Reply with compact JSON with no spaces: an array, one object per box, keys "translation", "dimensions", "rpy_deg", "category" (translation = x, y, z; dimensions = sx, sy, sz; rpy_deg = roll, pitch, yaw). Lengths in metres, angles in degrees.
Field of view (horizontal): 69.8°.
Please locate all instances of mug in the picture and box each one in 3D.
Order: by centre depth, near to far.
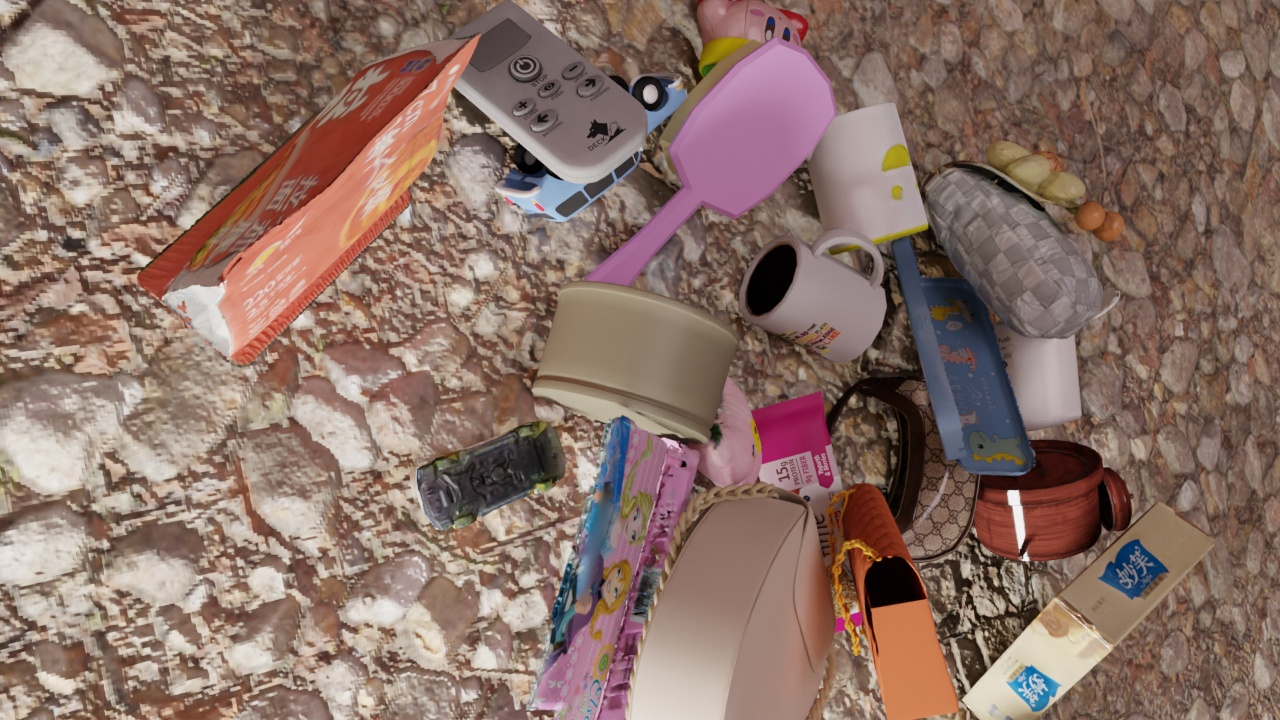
[{"translation":[0.144,-0.058,0.722],"dimensions":[0.089,0.105,0.073],"rpy_deg":[23,38,-26],"category":"mug"},{"translation":[0.183,-0.148,0.758],"dimensions":[0.082,0.083,0.106],"rpy_deg":[-18,95,-29],"category":"mug"}]

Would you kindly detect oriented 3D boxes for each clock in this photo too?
[{"translation":[0.363,0.121,0.821],"dimensions":[0.157,0.121,0.072],"rpy_deg":[-17,103,-20],"category":"clock"}]

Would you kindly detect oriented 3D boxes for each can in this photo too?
[{"translation":[-0.004,0.004,0.620],"dimensions":[0.127,0.128,0.073],"rpy_deg":[21,79,-26],"category":"can"}]

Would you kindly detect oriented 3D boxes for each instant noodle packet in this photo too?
[{"translation":[-0.168,-0.083,0.482],"dimensions":[0.084,0.221,0.164],"rpy_deg":[47,67,-20],"category":"instant noodle packet"}]

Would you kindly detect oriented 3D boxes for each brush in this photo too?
[{"translation":[0.041,-0.133,0.674],"dimensions":[0.229,0.043,0.089],"rpy_deg":[-46,118,6],"category":"brush"}]

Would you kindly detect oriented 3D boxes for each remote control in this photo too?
[{"translation":[-0.065,-0.180,0.611],"dimensions":[0.151,0.019,0.074],"rpy_deg":[42,71,16],"category":"remote control"}]

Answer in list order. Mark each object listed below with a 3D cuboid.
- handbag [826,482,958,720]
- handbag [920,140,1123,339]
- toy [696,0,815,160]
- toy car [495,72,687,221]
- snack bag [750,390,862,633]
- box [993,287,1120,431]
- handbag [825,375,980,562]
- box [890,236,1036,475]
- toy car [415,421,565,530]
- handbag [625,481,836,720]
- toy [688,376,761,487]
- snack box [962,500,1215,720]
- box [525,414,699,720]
[{"translation":[0.167,0.160,0.649],"dimensions":[0.060,0.171,0.109],"rpy_deg":[-13,95,9],"category":"handbag"},{"translation":[0.335,-0.105,0.784],"dimensions":[0.112,0.124,0.171],"rpy_deg":[2,52,-48],"category":"handbag"},{"translation":[0.083,-0.220,0.720],"dimensions":[0.124,0.097,0.131],"rpy_deg":[24,57,-33],"category":"toy"},{"translation":[-0.031,-0.153,0.652],"dimensions":[0.153,0.056,0.055],"rpy_deg":[-42,125,-19],"category":"toy car"},{"translation":[0.137,0.128,0.740],"dimensions":[0.070,0.016,0.196],"rpy_deg":[-15,95,-1],"category":"snack bag"},{"translation":[0.393,-0.004,0.867],"dimensions":[0.143,0.083,0.136],"rpy_deg":[-3,87,-20],"category":"box"},{"translation":[0.215,0.096,0.783],"dimensions":[0.138,0.063,0.166],"rpy_deg":[11,86,-11],"category":"handbag"},{"translation":[0.255,-0.003,0.761],"dimensions":[0.120,0.049,0.209],"rpy_deg":[27,45,-29],"category":"box"},{"translation":[-0.101,0.076,0.617],"dimensions":[0.105,0.033,0.048],"rpy_deg":[-20,95,-33],"category":"toy car"},{"translation":[0.074,0.208,0.615],"dimensions":[0.208,0.103,0.211],"rpy_deg":[-61,147,-34],"category":"handbag"},{"translation":[0.064,0.064,0.687],"dimensions":[0.102,0.050,0.093],"rpy_deg":[-81,151,-58],"category":"toy"},{"translation":[0.376,0.227,0.784],"dimensions":[0.153,0.208,0.055],"rpy_deg":[-28,57,-27],"category":"snack box"},{"translation":[-0.015,0.158,0.596],"dimensions":[0.066,0.159,0.230],"rpy_deg":[14,78,8],"category":"box"}]
